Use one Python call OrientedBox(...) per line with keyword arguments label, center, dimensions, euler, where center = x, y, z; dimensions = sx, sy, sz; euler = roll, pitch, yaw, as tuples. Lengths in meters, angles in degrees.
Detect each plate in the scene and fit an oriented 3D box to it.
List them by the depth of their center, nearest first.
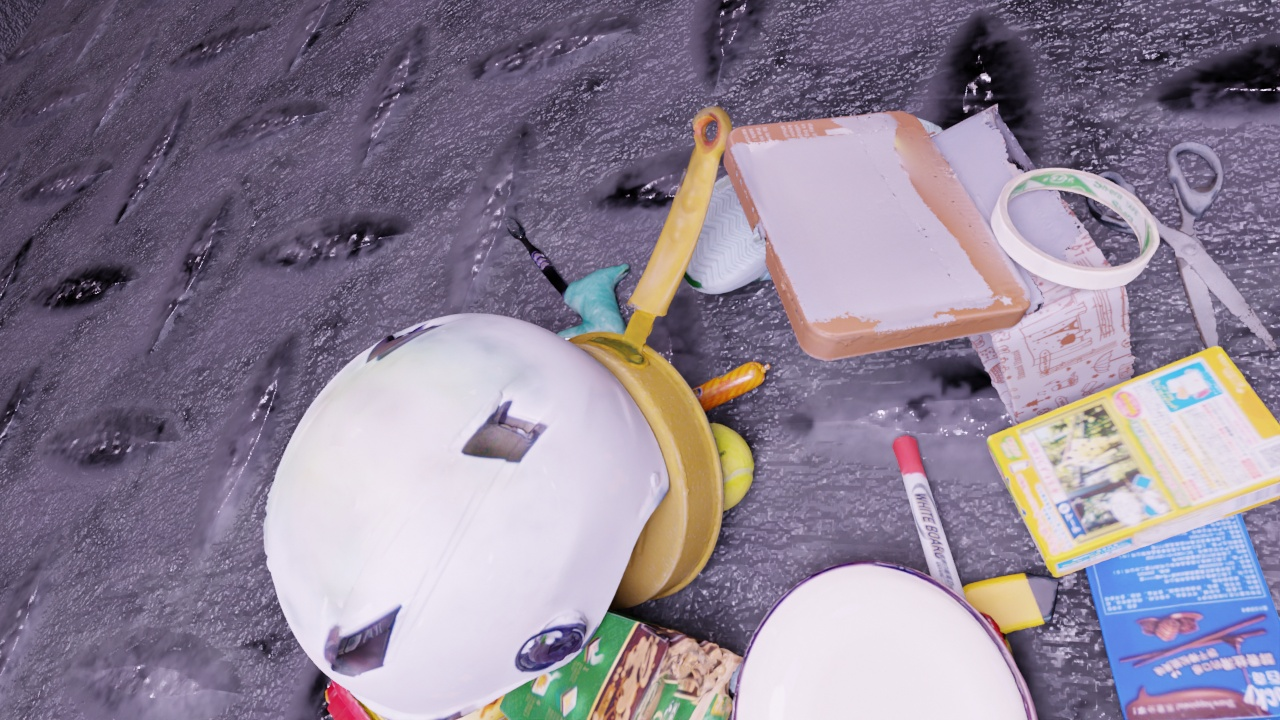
OrientedBox(label="plate", center=(0.136, 0.212, 0.518), dimensions=(0.193, 0.039, 0.192), euler=(-21, 61, 42))

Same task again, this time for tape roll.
OrientedBox(label="tape roll", center=(0.241, -0.075, 0.510), dimensions=(0.086, 0.014, 0.085), euler=(0, 51, -1))

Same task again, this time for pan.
OrientedBox(label="pan", center=(-0.004, 0.004, 0.637), dimensions=(0.198, 0.078, 0.358), euler=(27, 117, 35))

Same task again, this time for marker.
OrientedBox(label="marker", center=(0.183, 0.105, 0.580), dimensions=(0.017, 0.017, 0.145), euler=(-21, 38, 17))

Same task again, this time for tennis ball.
OrientedBox(label="tennis ball", center=(0.050, 0.078, 0.666), dimensions=(0.066, 0.065, 0.065), euler=(-15, 54, 22))

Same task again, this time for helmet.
OrientedBox(label="helmet", center=(-0.124, 0.078, 0.547), dimensions=(0.258, 0.146, 0.229), euler=(-47, 54, -8))

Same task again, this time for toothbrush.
OrientedBox(label="toothbrush", center=(-0.093, -0.093, 0.896), dimensions=(0.014, 0.017, 0.189), euler=(-37, 50, -3))

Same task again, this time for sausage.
OrientedBox(label="sausage", center=(0.029, 0.040, 0.732), dimensions=(0.165, 0.021, 0.021), euler=(-26, 51, 13))

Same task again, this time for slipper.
OrientedBox(label="slipper", center=(0.141, -0.121, 0.741), dimensions=(0.245, 0.074, 0.104), euler=(-25, 48, -6))

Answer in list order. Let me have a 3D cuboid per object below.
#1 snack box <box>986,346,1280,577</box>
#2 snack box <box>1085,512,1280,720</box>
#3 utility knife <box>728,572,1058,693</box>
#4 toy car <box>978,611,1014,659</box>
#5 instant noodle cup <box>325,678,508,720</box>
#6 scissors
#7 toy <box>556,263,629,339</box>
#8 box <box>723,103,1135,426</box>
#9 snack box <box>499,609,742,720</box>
OrientedBox(label="snack box", center=(0.284, 0.058, 0.526), dimensions=(0.140, 0.034, 0.086), euler=(-24, 50, 13))
OrientedBox(label="snack box", center=(0.298, 0.123, 0.515), dimensions=(0.085, 0.026, 0.156), euler=(-14, 54, 22))
OrientedBox(label="utility knife", center=(0.150, 0.173, 0.575), dimensions=(0.224, 0.015, 0.033), euler=(-21, 68, 17))
OrientedBox(label="toy car", center=(0.195, 0.195, 0.521), dimensions=(0.049, 0.031, 0.106), euler=(-21, 59, 16))
OrientedBox(label="instant noodle cup", center=(-0.128, 0.219, 0.634), dimensions=(0.123, 0.116, 0.116), euler=(-43, 74, -2))
OrientedBox(label="scissors", center=(0.368, -0.080, 0.615), dimensions=(0.164, 0.014, 0.164), euler=(31, 81, 40))
OrientedBox(label="toy", center=(-0.045, -0.042, 0.821), dimensions=(0.096, 0.030, 0.091), euler=(-22, 50, 1))
OrientedBox(label="box", center=(0.192, -0.070, 0.572), dimensions=(0.136, 0.269, 0.179), euler=(-49, 41, 37))
OrientedBox(label="snack box", center=(-0.017, 0.212, 0.576), dimensions=(0.106, 0.118, 0.117), euler=(18, 76, 36))
